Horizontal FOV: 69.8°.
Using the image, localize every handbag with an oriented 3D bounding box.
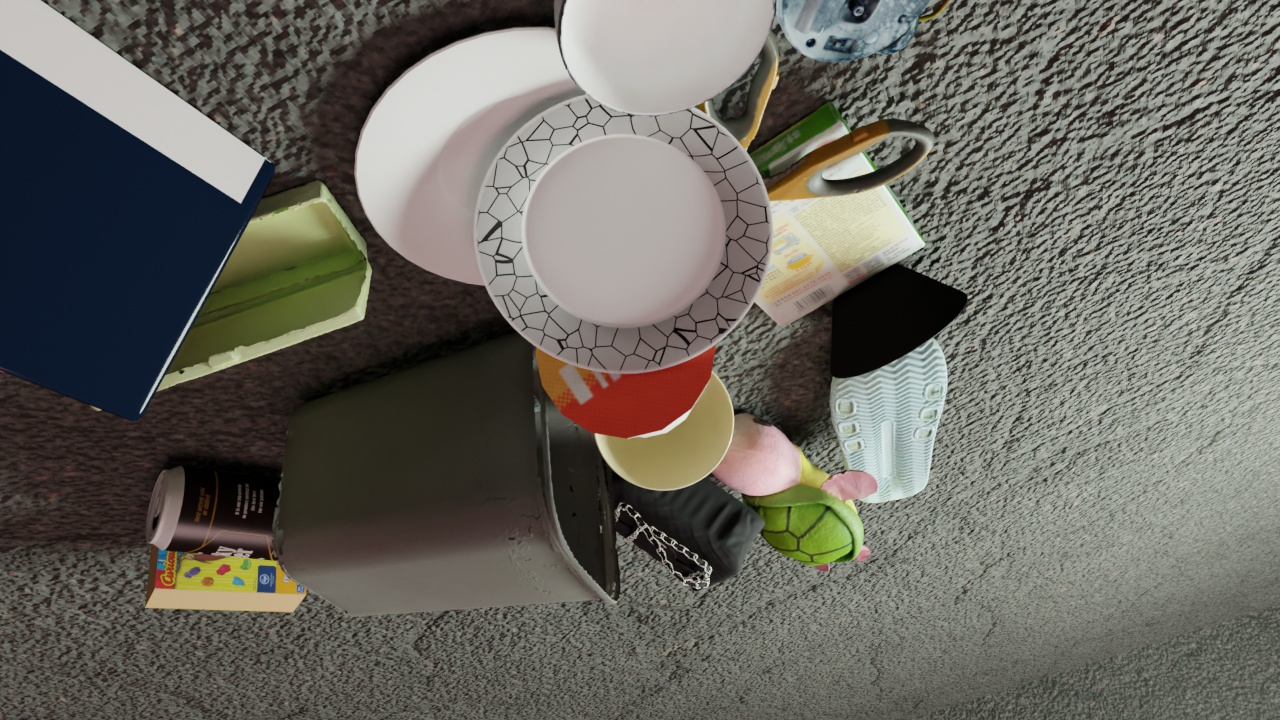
[{"bbox_3d":[0.024,0.174,0.911,0.153,0.114,0.125,31,147,2],"label":"handbag"}]

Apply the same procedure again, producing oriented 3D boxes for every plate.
[{"bbox_3d":[-0.011,-0.078,0.589,0.188,0.016,0.189,0,118,0],"label":"plate"},{"bbox_3d":[-0.074,-0.123,0.586,0.208,0.015,0.209,-10,144,-7],"label":"plate"}]

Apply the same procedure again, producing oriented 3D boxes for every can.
[{"bbox_3d":[-0.354,0.136,0.804,0.128,0.071,0.072,16,136,-36],"label":"can"}]

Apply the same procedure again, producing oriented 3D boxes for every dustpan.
[{"bbox_3d":[-0.361,-0.050,0.463,0.080,0.272,0.236,13,164,38],"label":"dustpan"}]

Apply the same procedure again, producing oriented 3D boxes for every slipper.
[{"bbox_3d":[0.235,0.053,0.894,0.104,0.074,0.246,-9,137,7],"label":"slipper"}]

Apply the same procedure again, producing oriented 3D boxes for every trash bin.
[{"bbox_3d":[-0.150,0.103,0.742,0.220,0.197,0.197,-12,146,8],"label":"trash bin"}]

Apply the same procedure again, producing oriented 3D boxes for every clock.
[{"bbox_3d":[0.125,-0.212,0.503,0.129,0.052,0.090,2,142,-21],"label":"clock"}]

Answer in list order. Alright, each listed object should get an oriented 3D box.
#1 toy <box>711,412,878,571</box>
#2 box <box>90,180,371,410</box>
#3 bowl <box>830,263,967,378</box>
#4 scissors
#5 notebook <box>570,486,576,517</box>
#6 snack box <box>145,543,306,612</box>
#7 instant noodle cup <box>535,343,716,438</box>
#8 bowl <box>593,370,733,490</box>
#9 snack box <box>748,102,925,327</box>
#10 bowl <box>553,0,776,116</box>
[{"bbox_3d":[0.155,0.144,0.939,0.190,0.087,0.238,1,138,47],"label":"toy"},{"bbox_3d":[-0.273,-0.050,0.585,0.188,0.091,0.083,-19,122,2],"label":"box"},{"bbox_3d":[0.195,-0.042,0.746,0.124,0.123,0.052,-31,99,23],"label":"bowl"},{"bbox_3d":[0.085,-0.123,0.601,0.225,0.016,0.226,-1,140,-8],"label":"scissors"},{"bbox_3d":[-0.171,0.167,0.965,0.207,0.016,0.149,-20,146,9],"label":"notebook"},{"bbox_3d":[-0.377,0.180,0.843,0.125,0.088,0.040,13,137,-33],"label":"snack box"},{"bbox_3d":[-0.004,0.004,0.692,0.123,0.123,0.121,-16,167,3],"label":"instant noodle cup"},{"bbox_3d":[0.019,0.046,0.801,0.118,0.118,0.074,-15,-172,2],"label":"bowl"},{"bbox_3d":[0.121,-0.099,0.682,0.132,0.027,0.168,-30,142,21],"label":"snack box"},{"bbox_3d":[0.008,-0.192,0.478,0.113,0.063,0.114,-10,145,-7],"label":"bowl"}]
